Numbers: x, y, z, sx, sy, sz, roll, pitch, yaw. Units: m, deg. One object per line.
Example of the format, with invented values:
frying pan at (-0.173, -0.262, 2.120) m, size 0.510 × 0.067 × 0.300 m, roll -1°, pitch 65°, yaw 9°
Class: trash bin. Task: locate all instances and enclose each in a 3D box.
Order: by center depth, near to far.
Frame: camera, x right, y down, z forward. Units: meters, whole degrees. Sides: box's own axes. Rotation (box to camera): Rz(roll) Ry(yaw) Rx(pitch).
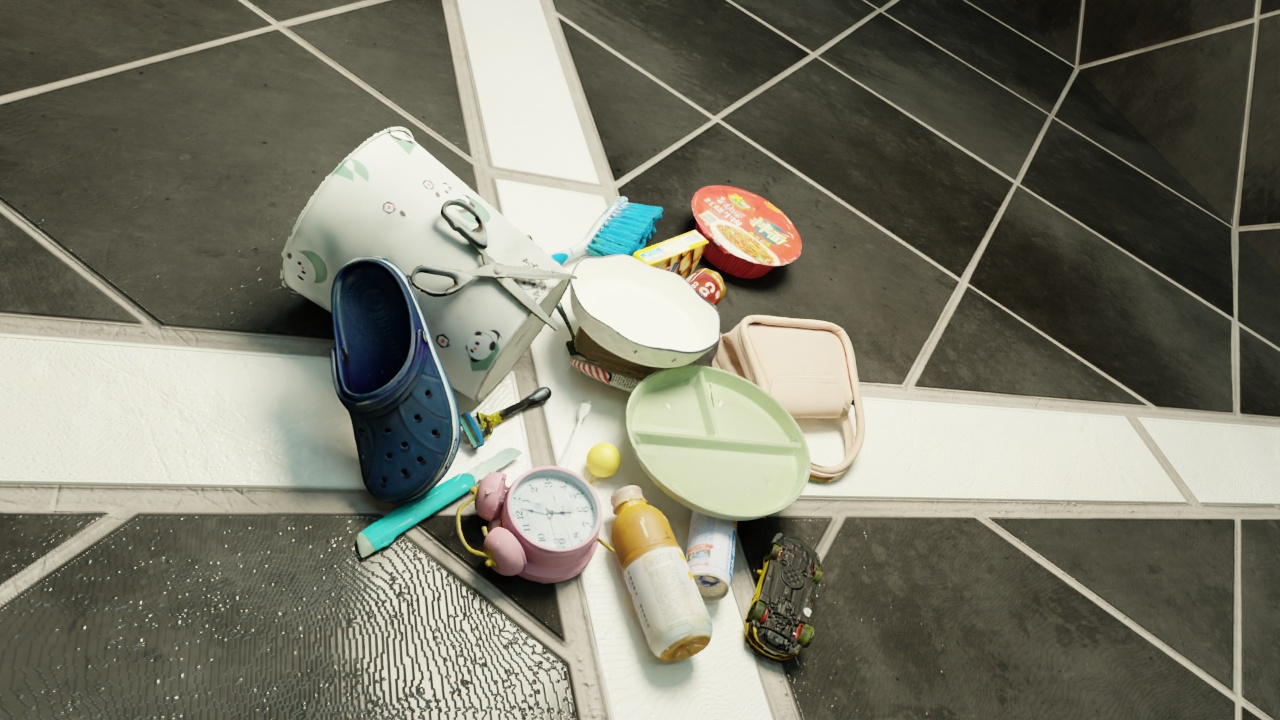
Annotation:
trash bin at (-0.232, -0.099, 1.050) m, size 0.252 × 0.230 × 0.228 m, roll 36°, pitch 41°, yaw 0°

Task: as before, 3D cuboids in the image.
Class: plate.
plate at (0.090, 0.095, 1.082) m, size 0.230 × 0.028 × 0.229 m, roll 12°, pitch 43°, yaw -11°
plate at (0.002, -0.061, 1.159) m, size 0.205 × 0.046 × 0.204 m, roll 19°, pitch 32°, yaw -12°

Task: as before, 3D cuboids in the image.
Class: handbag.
handbag at (0.218, 0.055, 1.247) m, size 0.193 × 0.094 × 0.234 m, roll 0°, pitch 56°, yaw -29°

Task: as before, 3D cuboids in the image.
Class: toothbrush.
toothbrush at (-0.086, 0.113, 1.063) m, size 0.016 × 0.016 × 0.179 m, roll 20°, pitch 44°, yaw -3°
toothbrush at (-0.119, -0.087, 1.216) m, size 0.017 × 0.012 × 0.185 m, roll -17°, pitch 72°, yaw -26°

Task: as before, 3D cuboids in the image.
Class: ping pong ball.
ping pong ball at (-0.043, 0.115, 1.061) m, size 0.040 × 0.040 × 0.040 m, roll 15°, pitch 43°, yaw -15°

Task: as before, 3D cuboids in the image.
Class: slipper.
slipper at (-0.249, 0.019, 0.912) m, size 0.105 × 0.253 × 0.095 m, roll -10°, pitch 1°, yaw 4°

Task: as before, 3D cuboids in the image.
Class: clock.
clock at (-0.113, 0.167, 0.949) m, size 0.158 × 0.060 × 0.117 m, roll -2°, pitch 54°, yaw -22°

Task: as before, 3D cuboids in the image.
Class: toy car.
toy car at (0.161, 0.262, 1.022) m, size 0.071 × 0.041 × 0.155 m, roll 28°, pitch 42°, yaw -1°

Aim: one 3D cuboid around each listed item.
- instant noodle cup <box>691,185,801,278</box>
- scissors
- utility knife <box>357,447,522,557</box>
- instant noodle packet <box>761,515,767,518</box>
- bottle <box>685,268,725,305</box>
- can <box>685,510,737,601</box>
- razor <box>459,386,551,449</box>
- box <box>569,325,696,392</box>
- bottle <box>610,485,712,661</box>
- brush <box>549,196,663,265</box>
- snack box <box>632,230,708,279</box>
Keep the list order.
instant noodle cup at (0.158, -0.197, 1.471) m, size 0.193 × 0.066 × 0.193 m, roll 16°, pitch 42°, yaw -15°
scissors at (-0.155, -0.093, 0.953) m, size 0.159 × 0.014 × 0.181 m, roll -31°, pitch 88°, yaw -23°
utility knife at (-0.207, 0.143, 0.965) m, size 0.029 × 0.013 × 0.221 m, roll 42°, pitch 45°, yaw 18°
instant noodle packet at (0.129, 0.121, 1.132) m, size 0.111 × 0.044 × 0.128 m, roll 29°, pitch 49°, yaw 5°
bottle at (0.057, -0.073, 1.295) m, size 0.057 × 0.058 × 0.174 m, roll 38°, pitch 42°, yaw 11°
can at (0.080, 0.201, 1.031) m, size 0.053 × 0.053 × 0.134 m, roll 22°, pitch 41°, yaw -7°
razor at (-0.156, 0.060, 1.071) m, size 0.142 × 0.022 × 0.042 m, roll -28°, pitch 92°, yaw -47°
box at (-0.007, 0.009, 1.163) m, size 0.162 × 0.076 × 0.087 m, roll 19°, pitch 30°, yaw -14°
bottle at (0.015, 0.218, 0.966) m, size 0.068 × 0.068 × 0.189 m, roll -1°, pitch 48°, yaw -29°
brush at (-0.072, -0.156, 1.319) m, size 0.109 × 0.061 × 0.313 m, roll 27°, pitch 43°, yaw 7°
snack box at (0.031, -0.131, 1.317) m, size 0.140 × 0.087 × 0.034 m, roll -24°, pitch 62°, yaw -42°
